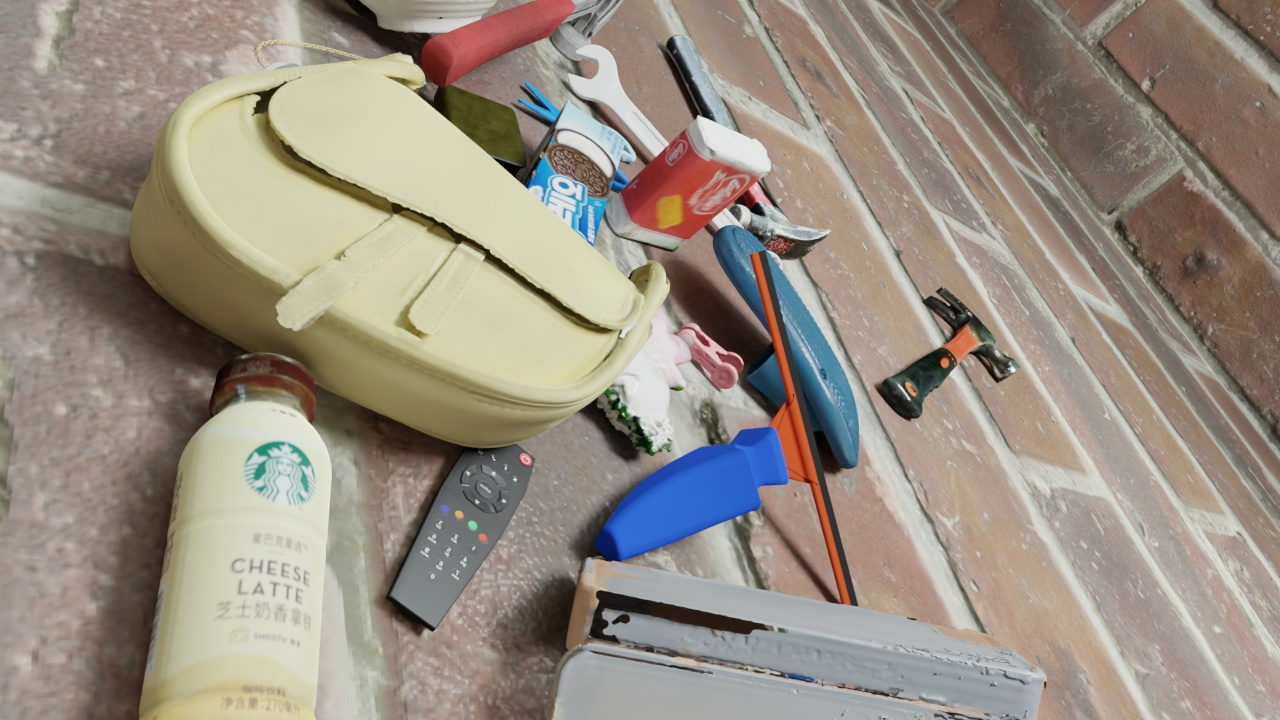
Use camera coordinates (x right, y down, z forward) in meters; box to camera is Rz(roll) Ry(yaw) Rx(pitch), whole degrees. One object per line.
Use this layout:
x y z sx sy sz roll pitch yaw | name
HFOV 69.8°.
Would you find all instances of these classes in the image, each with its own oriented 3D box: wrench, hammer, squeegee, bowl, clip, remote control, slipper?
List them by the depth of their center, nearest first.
-0.085 0.077 0.442 0.039 0.010 0.124 40 33 -11 | remote control
0.042 0.074 0.542 0.184 0.055 0.249 -21 97 -46 | squeegee
-0.155 -0.278 0.665 0.177 0.071 0.177 2 26 -1 | bowl
0.049 -0.002 0.676 0.058 0.022 0.037 40 35 -1 | clip
0.113 -0.010 0.725 0.213 0.059 0.103 60 23 -2 | slipper
-0.079 -0.272 0.728 0.036 0.126 0.314 43 34 -5 | hammer
0.032 -0.175 0.829 0.273 0.047 0.009 48 -5 -1 | wrench
0.096 -0.234 0.971 0.140 0.036 0.325 13 45 -39 | hammer
0.325 0.000 0.986 0.133 0.033 0.332 54 33 8 | hammer

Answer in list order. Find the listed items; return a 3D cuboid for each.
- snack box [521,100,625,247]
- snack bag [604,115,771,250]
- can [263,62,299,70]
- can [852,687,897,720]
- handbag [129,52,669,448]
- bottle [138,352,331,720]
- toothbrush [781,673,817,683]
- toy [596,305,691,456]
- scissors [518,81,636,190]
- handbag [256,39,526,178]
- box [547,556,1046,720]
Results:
-0.059 -0.099 0.620 0.059 0.059 0.225 32 36 -16 | snack box
0.036 -0.135 0.717 0.077 0.116 0.036 9 54 -44 | snack bag
-0.173 -0.119 0.523 0.106 0.044 0.043 42 33 -7 | can
0.118 0.240 0.435 0.079 0.079 0.145 32 35 -22 | can
-0.102 -0.053 0.445 0.233 0.089 0.190 39 54 -11 | handbag
-0.144 0.069 0.338 0.056 0.057 0.161 21 40 -34 | bottle
0.064 0.183 0.494 0.132 0.016 0.021 7 50 -44 | toothbrush
-0.003 0.003 0.585 0.096 0.041 0.108 56 36 -12 | toy
-0.050 -0.197 0.780 0.132 0.019 0.104 44 29 -7 | scissors
-0.164 -0.171 0.617 0.177 0.028 0.084 14 43 -33 | handbag
0.068 0.161 0.419 0.216 0.096 0.105 11 4 -1 | box
